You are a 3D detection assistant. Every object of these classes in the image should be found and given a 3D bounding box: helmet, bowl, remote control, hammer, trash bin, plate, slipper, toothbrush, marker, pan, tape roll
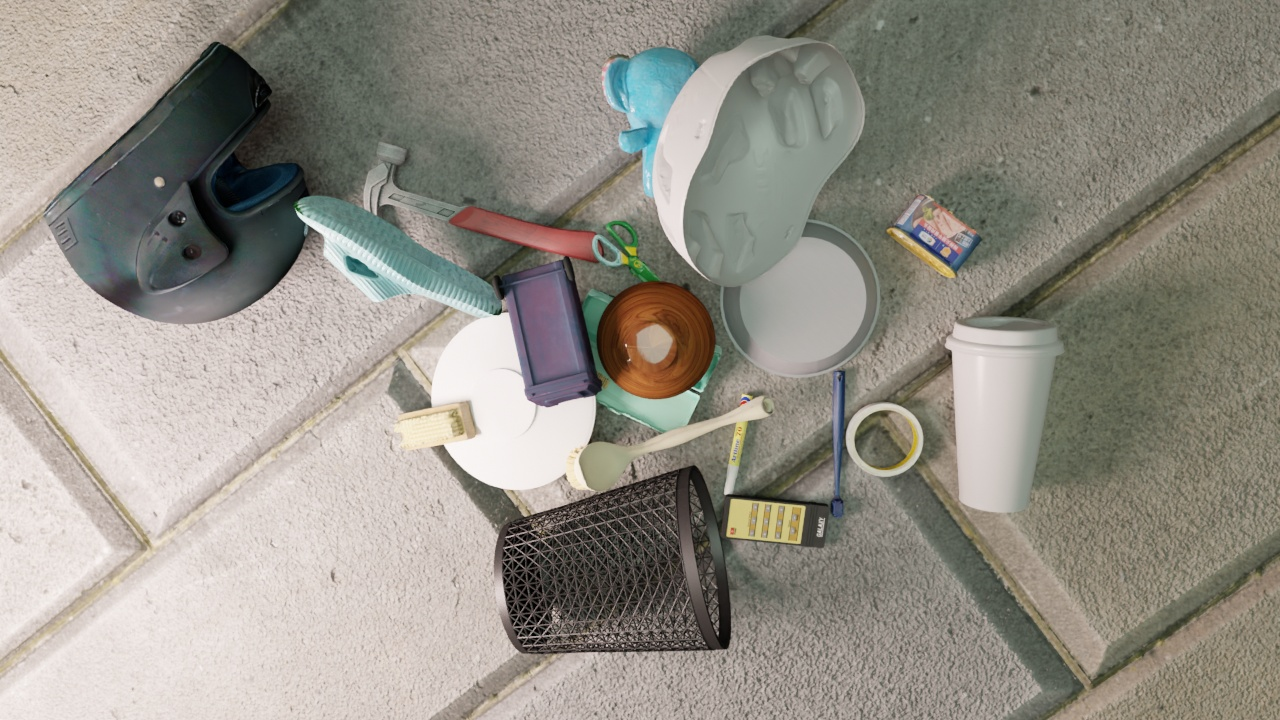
[{"bbox_3d":[-0.517,-0.185,1.096,0.316,0.249,0.236,-43,119,3],"label":"helmet"},{"bbox_3d":[0.016,-0.020,1.105,0.147,0.068,0.147,1,99,5],"label":"bowl"},{"bbox_3d":[0.173,0.206,1.179,0.133,0.013,0.058,5,100,-1],"label":"remote control"},{"bbox_3d":[-0.200,-0.176,1.177,0.316,0.036,0.126,16,97,2],"label":"hammer"},{"bbox_3d":[-0.033,0.256,1.115,0.243,0.216,0.217,-12,93,11],"label":"trash bin"},{"bbox_3d":[-0.106,-0.029,1.097,0.094,0.092,0.160,-15,79,6],"label":"trash bin"},{"bbox_3d":[0.120,-0.221,1.033,0.184,0.224,0.282,9,78,44],"label":"helmet"},{"bbox_3d":[-0.169,0.054,1.166,0.230,0.030,0.229,1,95,17],"label":"plate"},{"bbox_3d":[-0.297,-0.114,1.124,0.276,0.116,0.070,29,110,-22],"label":"slipper"},{"bbox_3d":[0.253,0.108,1.171,0.016,0.017,0.190,0,94,3],"label":"toothbrush"},{"bbox_3d":[0.125,0.109,1.182,0.014,0.014,0.132,11,95,3],"label":"marker"},{"bbox_3d":[0.182,-0.152,1.148,0.201,0.050,0.356,-14,96,5],"label":"pan"},{"bbox_3d":[0.309,0.100,1.165,0.094,0.019,0.094,0,94,4],"label":"tape roll"}]

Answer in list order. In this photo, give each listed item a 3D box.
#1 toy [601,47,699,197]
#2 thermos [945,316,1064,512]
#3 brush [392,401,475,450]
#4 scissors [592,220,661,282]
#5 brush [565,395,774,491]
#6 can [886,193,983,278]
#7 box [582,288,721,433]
[{"bbox_3d":[0.027,-0.288,1.120,0.183,0.115,0.180,-1,98,-35],"label":"toy"},{"bbox_3d":[0.434,0.064,1.109,0.131,0.131,0.222,0,102,4],"label":"thermos"},{"bbox_3d":[-0.268,0.086,1.180,0.117,0.039,0.049,-11,93,27],"label":"brush"},{"bbox_3d":[-0.009,-0.117,1.164,0.071,0.014,0.130,-41,97,-25],"label":"scissors"},{"bbox_3d":[0.037,0.097,1.134,0.272,0.077,0.062,-19,104,-4],"label":"brush"},{"bbox_3d":[0.361,-0.154,1.126,0.100,0.054,0.059,36,94,0],"label":"can"},{"bbox_3d":[-0.005,0.005,1.168,0.187,0.057,0.138,26,107,2],"label":"box"}]
